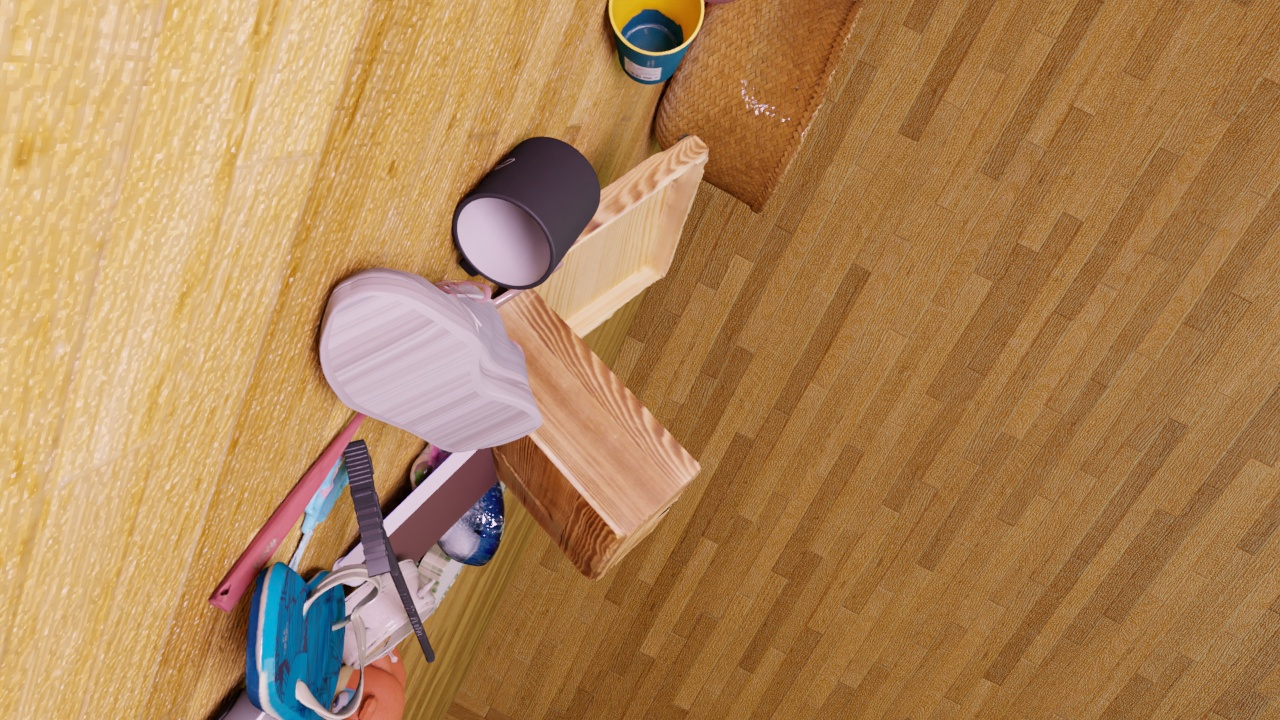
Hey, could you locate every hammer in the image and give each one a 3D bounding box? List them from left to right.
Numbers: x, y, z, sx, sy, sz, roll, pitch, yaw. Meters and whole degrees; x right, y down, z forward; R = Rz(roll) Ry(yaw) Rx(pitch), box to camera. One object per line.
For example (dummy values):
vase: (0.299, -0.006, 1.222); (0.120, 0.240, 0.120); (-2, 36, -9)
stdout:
hammer: (-0.186, 0.185, 0.721); (0.326, 0.015, 0.095); (95, -23, -54)

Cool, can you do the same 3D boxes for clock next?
clock: (-0.244, 0.249, 0.861); (0.103, 0.061, 0.157); (-33, 166, -37)

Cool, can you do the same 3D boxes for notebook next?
notebook: (-0.208, 0.155, 0.888); (0.171, 0.022, 0.209); (-45, 172, -16)

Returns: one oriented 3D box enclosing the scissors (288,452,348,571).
scissors: (-0.234, 0.117, 0.658); (0.142, 0.015, 0.075); (-58, -179, 19)

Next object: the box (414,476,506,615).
box: (-0.239, 0.223, 1.207); (0.204, 0.051, 0.118); (-62, 174, -46)

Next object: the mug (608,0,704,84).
mug: (0.011, -0.288, 0.808); (0.078, 0.078, 0.121); (-63, -178, -1)

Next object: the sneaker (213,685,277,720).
sneaker: (-0.267, 0.358, 0.693); (0.257, 0.160, 0.092); (-63, 178, 35)

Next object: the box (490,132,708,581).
box: (-0.014, -0.006, 0.938); (0.335, 0.286, 0.280); (-42, 170, -19)

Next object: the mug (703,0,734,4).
mug: (0.084, -0.418, 0.865); (0.123, 0.096, 0.110); (75, 33, -56)

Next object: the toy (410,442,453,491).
toy: (-0.196, 0.098, 0.888); (0.123, 0.038, 0.079); (95, 19, -66)

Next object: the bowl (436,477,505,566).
bowl: (-0.207, 0.177, 1.042); (0.115, 0.060, 0.114); (-11, -104, 51)

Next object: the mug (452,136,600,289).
mug: (-0.092, -0.101, 0.675); (0.114, 0.078, 0.087); (-29, -158, 41)

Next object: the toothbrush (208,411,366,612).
toothbrush: (-0.210, 0.074, 0.587); (0.016, 0.016, 0.189); (105, 11, -55)

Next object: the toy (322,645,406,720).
toy: (-0.299, 0.375, 0.996); (0.112, 0.096, 0.176); (-64, -154, 6)

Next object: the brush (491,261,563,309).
brush: (-0.114, -0.034, 0.690); (0.135, 0.015, 0.050); (-32, 178, 0)

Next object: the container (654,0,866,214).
container: (0.153, -0.382, 1.278); (0.307, 0.196, 0.307); (-63, 179, -2)

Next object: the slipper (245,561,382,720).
slipper: (-0.218, 0.200, 0.643); (0.295, 0.060, 0.118); (118, -25, -69)

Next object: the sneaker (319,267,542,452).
sneaker: (-0.134, -0.015, 0.588); (0.099, 0.089, 0.236); (-23, 156, 3)
